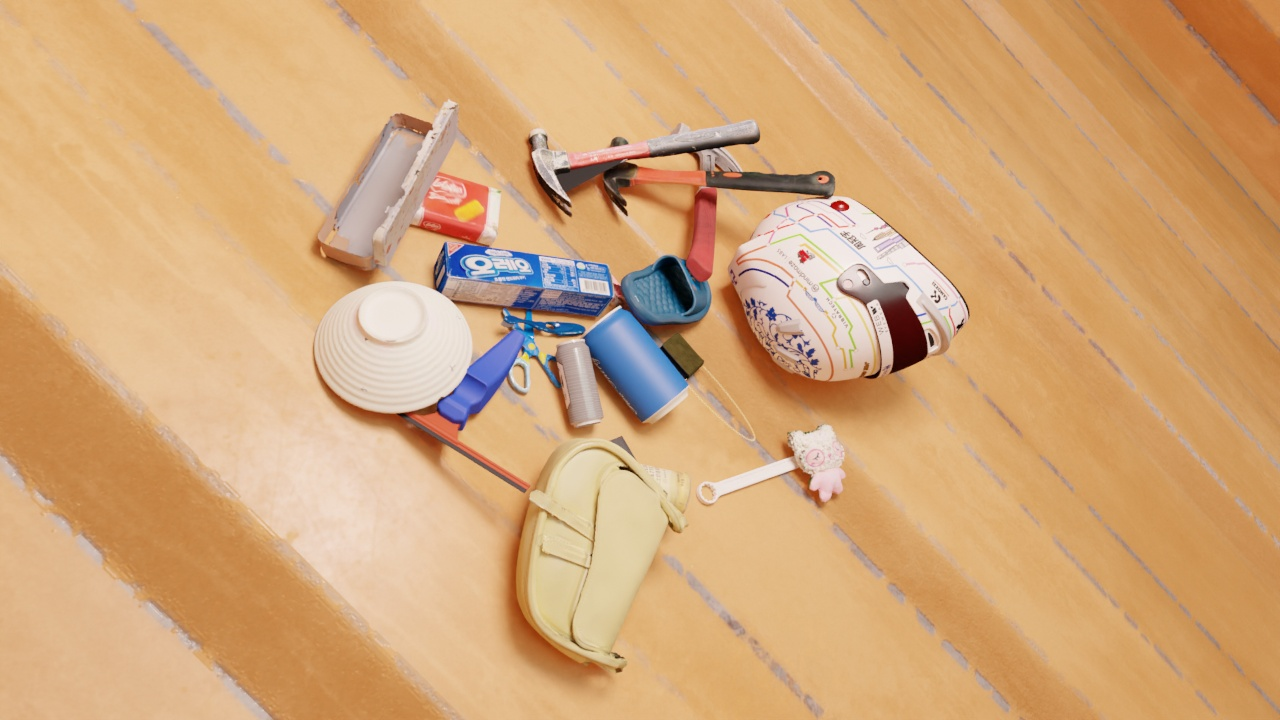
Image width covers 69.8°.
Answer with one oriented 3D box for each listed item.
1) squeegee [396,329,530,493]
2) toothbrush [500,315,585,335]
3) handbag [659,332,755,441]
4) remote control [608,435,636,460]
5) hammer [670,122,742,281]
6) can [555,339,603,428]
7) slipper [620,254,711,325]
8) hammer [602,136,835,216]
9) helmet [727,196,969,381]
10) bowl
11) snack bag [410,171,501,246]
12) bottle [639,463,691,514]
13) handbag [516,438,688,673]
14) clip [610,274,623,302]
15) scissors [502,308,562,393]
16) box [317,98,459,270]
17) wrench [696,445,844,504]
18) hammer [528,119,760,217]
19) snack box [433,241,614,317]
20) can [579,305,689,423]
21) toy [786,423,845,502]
[{"bbox_3d":[-0.195,0.030,1.090,0.249,0.055,0.184,31,55,6],"label":"squeegee"},{"bbox_3d":[-0.124,-0.045,1.183,0.132,0.016,0.021,6,58,-43],"label":"toothbrush"},{"bbox_3d":[0.092,0.042,1.250,0.178,0.027,0.083,47,26,3],"label":"handbag"},{"bbox_3d":[-0.008,0.156,1.165,0.039,0.010,0.124,-19,78,-36],"label":"remote control"},{"bbox_3d":[0.098,-0.229,1.360,0.126,0.036,0.314,26,43,-20],"label":"hammer"},{"bbox_3d":[-0.077,0.029,1.156,0.043,0.044,0.106,-8,81,-33],"label":"can"},{"bbox_3d":[0.046,-0.097,1.263,0.104,0.059,0.213,58,31,4],"label":"slipper"},{"bbox_3d":[0.109,-0.259,1.312,0.333,0.033,0.132,4,55,10],"label":"hammer"},{"bbox_3d":[0.276,-0.083,1.307,0.235,0.231,0.314,-42,77,-10],"label":"helmet"},{"bbox_3d":[-0.277,-0.034,1.033,0.177,0.071,0.177,5,59,-9],"label":"bowl"},{"bbox_3d":[-0.239,-0.199,1.187,0.115,0.036,0.076,14,62,-25],"label":"snack bag"},{"bbox_3d":[-0.022,0.149,1.121,0.162,0.057,0.056,13,60,-11],"label":"bottle"},{"bbox_3d":[-0.054,0.211,1.027,0.191,0.089,0.232,28,74,-10],"label":"handbag"},{"bbox_3d":[-0.049,-0.106,1.263,0.037,0.022,0.058,-26,77,-34],"label":"clip"},{"bbox_3d":[-0.149,-0.013,1.166,0.104,0.019,0.132,-30,84,-42],"label":"scissors"},{"bbox_3d":[-0.300,-0.218,1.096,0.105,0.096,0.215,17,64,7],"label":"box"},{"bbox_3d":[0.186,0.153,1.281,0.272,0.009,0.047,-13,74,-34],"label":"wrench"},{"bbox_3d":[0.012,-0.291,1.295,0.326,0.036,0.140,-12,65,-8],"label":"hammer"},{"bbox_3d":[-0.147,-0.102,1.175,0.226,0.060,0.059,4,60,-28],"label":"snack box"},{"bbox_3d":[-0.007,0.007,1.195,0.146,0.079,0.078,51,53,1],"label":"can"},{"bbox_3d":[0.258,0.143,1.298,0.095,0.041,0.109,-11,79,-35],"label":"toy"}]
